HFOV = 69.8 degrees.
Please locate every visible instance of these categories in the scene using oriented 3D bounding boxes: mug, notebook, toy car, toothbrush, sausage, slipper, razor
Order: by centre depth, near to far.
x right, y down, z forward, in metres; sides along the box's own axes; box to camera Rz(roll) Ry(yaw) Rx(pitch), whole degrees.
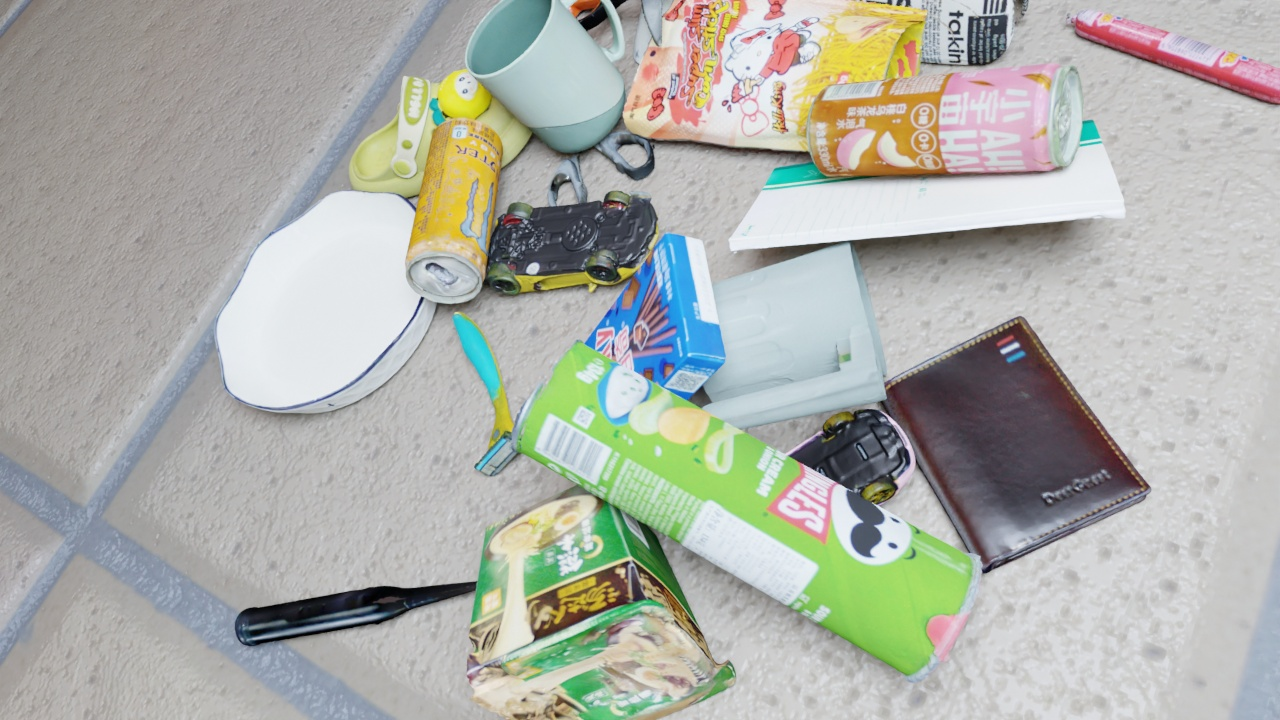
[{"bbox_3d":[0.100,0.075,0.529,0.122,0.037,0.056,-36,55,18],"label":"toy car"},{"bbox_3d":[0.086,-0.007,0.540,0.103,0.084,0.123,-14,32,18],"label":"mug"},{"bbox_3d":[0.171,-0.107,0.563,0.209,0.012,0.150,-4,28,22],"label":"notebook"},{"bbox_3d":[0.340,-0.194,0.579,0.020,0.020,0.156,-47,55,-6],"label":"sausage"},{"bbox_3d":[-0.175,0.164,0.610,0.213,0.026,0.027,-13,93,16],"label":"toothbrush"},{"bbox_3d":[-0.113,0.017,0.661,0.043,0.028,0.132,-48,51,33],"label":"razor"},{"bbox_3d":[-0.054,-0.084,0.681,0.156,0.041,0.071,-4,61,28],"label":"toy car"},{"bbox_3d":[-0.058,-0.228,0.702,0.112,0.106,0.082,-44,47,8],"label":"mug"},{"bbox_3d":[-0.179,-0.196,0.780,0.191,0.081,0.091,-17,60,18],"label":"slipper"}]

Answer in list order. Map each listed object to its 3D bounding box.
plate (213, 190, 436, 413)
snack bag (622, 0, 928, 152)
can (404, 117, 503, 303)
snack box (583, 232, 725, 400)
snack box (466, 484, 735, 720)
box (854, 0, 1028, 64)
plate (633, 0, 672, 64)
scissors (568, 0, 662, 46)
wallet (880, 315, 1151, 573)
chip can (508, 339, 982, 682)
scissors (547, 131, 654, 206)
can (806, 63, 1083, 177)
[{"bbox_3d":[-0.250,-0.045,0.748,0.205,0.045,0.204,-10,59,18],"label":"plate"},{"bbox_3d":[0.092,-0.211,0.664,0.208,0.073,0.128,18,88,29],"label":"snack bag"},{"bbox_3d":[-0.140,-0.116,0.698,0.058,0.058,0.145,-12,53,18],"label":"can"},{"bbox_3d":[-0.003,0.003,0.560,0.158,0.026,0.084,-50,39,48],"label":"snack box"},{"bbox_3d":[-0.028,0.134,0.513,0.118,0.118,0.105,-25,45,10],"label":"snack box"},{"bbox_3d":[0.194,-0.266,0.657,0.164,0.074,0.079,21,65,34],"label":"box"},{"bbox_3d":[0.075,-0.345,0.774,0.162,0.034,0.265,1,63,25],"label":"plate"},{"bbox_3d":[-0.001,-0.311,0.754,0.224,0.021,0.220,-20,50,43],"label":"scissors"},{"bbox_3d":[0.202,0.044,0.510,0.096,0.020,0.122,-28,57,8],"label":"wallet"},{"bbox_3d":[0.050,0.074,0.472,0.236,0.072,0.072,28,76,8],"label":"chip can"},{"bbox_3d":[-0.052,-0.181,0.753,0.160,0.014,0.171,8,65,28],"label":"scissors"},{"bbox_3d":[0.175,-0.139,0.541,0.147,0.058,0.057,7,66,37],"label":"can"}]
